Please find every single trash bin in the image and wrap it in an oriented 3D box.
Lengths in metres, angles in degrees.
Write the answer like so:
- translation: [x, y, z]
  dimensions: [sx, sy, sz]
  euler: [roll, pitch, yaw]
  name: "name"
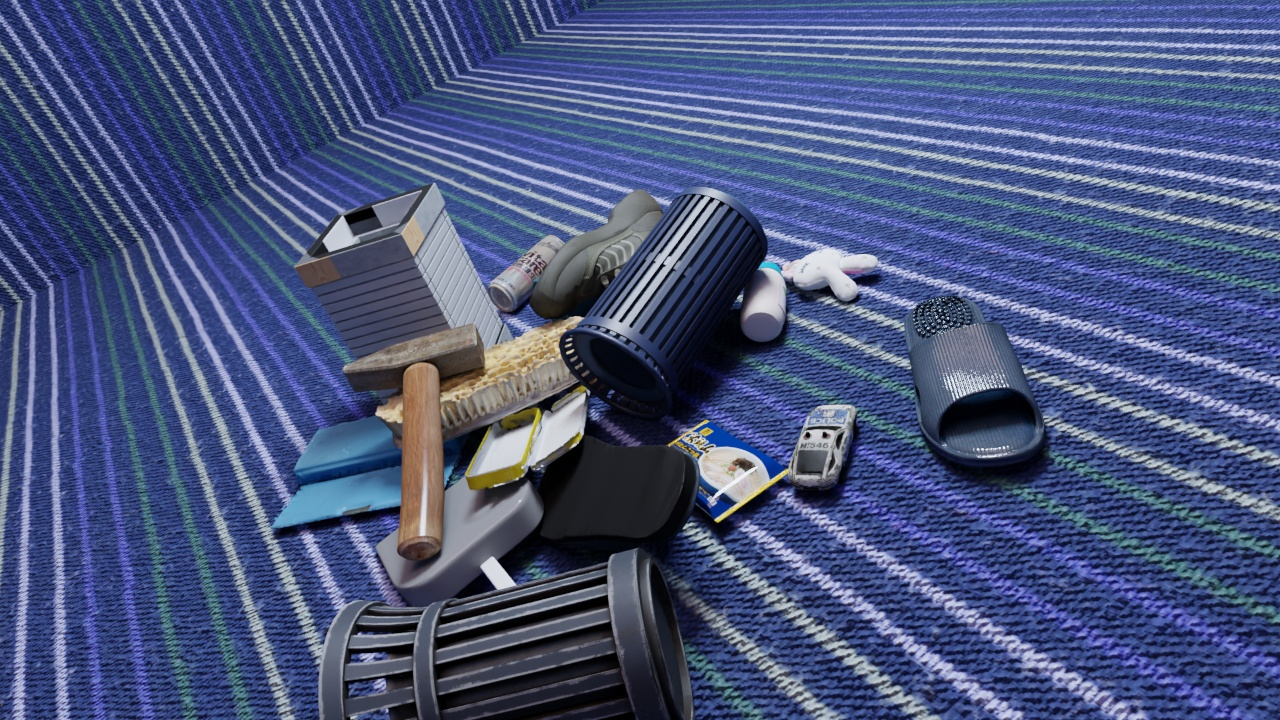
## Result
- translation: [0.035, -0.073, 1.026]
  dimensions: [0.139, 0.139, 0.248]
  euler: [9, 53, 42]
  name: "trash bin"
- translation: [-0.087, 0.230, 0.667]
  dimensions: [0.227, 0.164, 0.164]
  euler: [-15, 31, 6]
  name: "trash bin"
- translation: [-0.287, -0.067, 1.164]
  dimensions: [0.143, 0.247, 0.142]
  euler: [-14, 32, 15]
  name: "trash bin"

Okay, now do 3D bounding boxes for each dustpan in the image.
- translation: [-0.163, 0.178, 0.889]
  dimensions: [0.163, 0.033, 0.258]
  euler: [-38, 20, -15]
  name: "dustpan"

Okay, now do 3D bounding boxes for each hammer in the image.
- translation: [-0.237, 0.084, 0.963]
  dimensions: [0.158, 0.037, 0.300]
  euler: [-15, 42, 0]
  name: "hammer"

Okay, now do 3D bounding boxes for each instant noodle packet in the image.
- translation: [0.068, 0.104, 0.884]
  dimensions: [0.087, 0.026, 0.134]
  euler: [-31, 32, -20]
  name: "instant noodle packet"

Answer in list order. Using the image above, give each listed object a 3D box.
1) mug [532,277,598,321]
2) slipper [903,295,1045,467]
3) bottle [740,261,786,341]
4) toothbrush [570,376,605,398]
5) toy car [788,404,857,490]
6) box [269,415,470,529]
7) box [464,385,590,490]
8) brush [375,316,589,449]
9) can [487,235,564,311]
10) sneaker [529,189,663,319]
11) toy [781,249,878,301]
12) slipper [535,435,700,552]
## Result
- translation: [-0.090, -0.104, 1.262]
  dimensions: [0.107, 0.083, 0.114]
  euler: [-39, 24, -21]
  name: "mug"
- translation: [0.293, -0.005, 0.852]
  dimensions: [0.101, 0.082, 0.263]
  euler: [-17, 31, 14]
  name: "slipper"
- translation: [0.147, -0.079, 1.089]
  dimensions: [0.051, 0.051, 0.145]
  euler: [-11, 33, 19]
  name: "bottle"
- translation: [-0.006, 0.006, 1.093]
  dimensions: [0.167, 0.016, 0.016]
  euler: [-24, 31, -3]
  name: "toothbrush"
- translation: [0.169, 0.075, 0.849]
  dimensions: [0.049, 0.040, 0.112]
  euler: [-3, 36, 28]
  name: "toy car"
- translation: [-0.318, 0.123, 1.105]
  dimensions: [0.232, 0.033, 0.174]
  euler: [-13, 34, 15]
  name: "box"
- translation: [-0.114, 0.078, 0.981]
  dimensions: [0.129, 0.034, 0.209]
  euler: [-25, 11, 5]
  name: "box"
- translation: [-0.172, 0.027, 1.080]
  dimensions: [0.271, 0.057, 0.083]
  euler: [-24, 36, -9]
  name: "brush"
- translation: [-0.167, -0.130, 1.371]
  dimensions: [0.054, 0.054, 0.135]
  euler: [9, 43, 41]
  name: "can"
- translation: [-0.022, -0.102, 1.163]
  dimensions: [0.143, 0.101, 0.237]
  euler: [41, 61, 10]
  name: "sneaker"
- translation: [0.217, -0.108, 1.102]
  dimensions: [0.126, 0.037, 0.075]
  euler: [16, 52, 46]
  name: "toy"
- translation: [-0.012, 0.133, 0.852]
  dimensions: [0.266, 0.083, 0.108]
  euler: [-8, 56, 57]
  name: "slipper"
